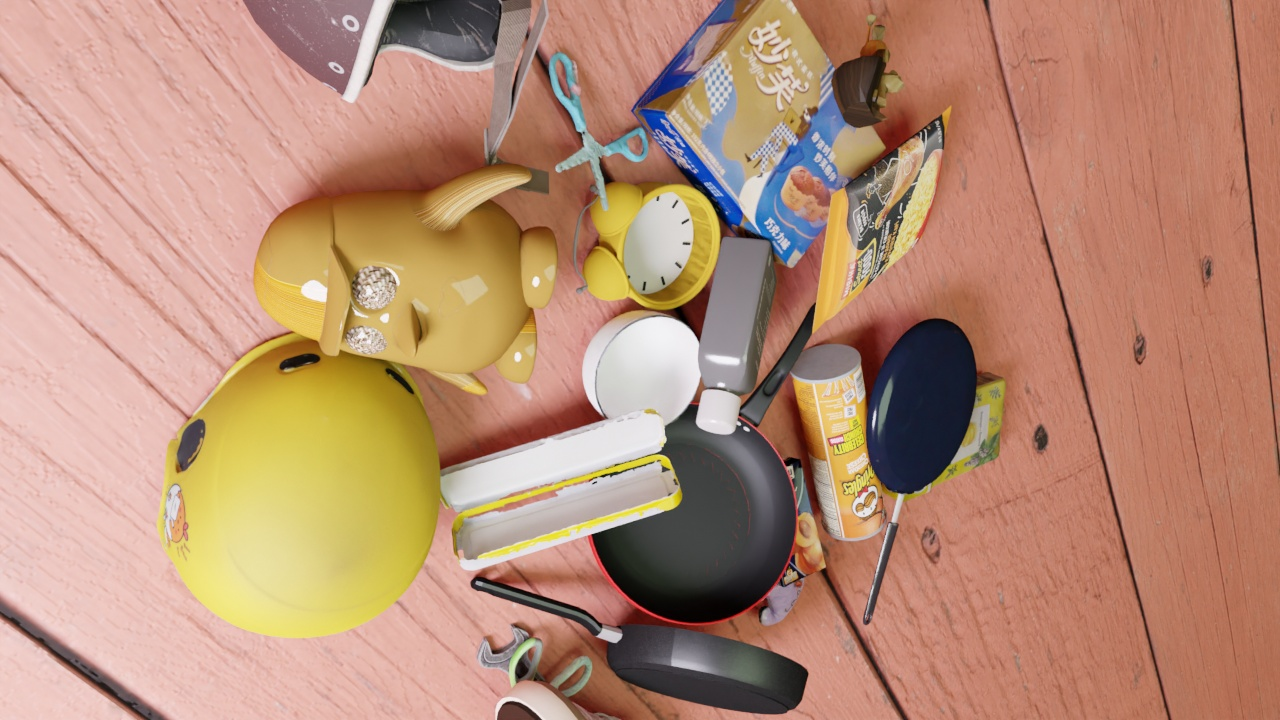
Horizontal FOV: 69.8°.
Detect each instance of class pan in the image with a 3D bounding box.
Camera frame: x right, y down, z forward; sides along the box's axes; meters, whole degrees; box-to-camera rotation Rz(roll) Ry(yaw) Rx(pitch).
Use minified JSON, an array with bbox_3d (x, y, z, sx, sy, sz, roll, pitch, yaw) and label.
[{"bbox_3d":[-0.003,0.285,0.903,0.355,0.205,0.044,22,62,-16],"label":"pan"},{"bbox_3d":[0.301,0.128,1.028,0.198,0.021,0.356,10,95,-42],"label":"pan"},{"bbox_3d":[0.087,0.088,0.908,0.209,0.067,0.355,35,70,-4],"label":"pan"}]

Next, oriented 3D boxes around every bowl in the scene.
[{"bbox_3d":[-0.005,0.005,0.851,0.113,0.063,0.113,-11,113,-28],"label":"bowl"}]

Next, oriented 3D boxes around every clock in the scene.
[{"bbox_3d":[0.005,-0.105,0.828,0.151,0.052,0.114,-2,108,-36],"label":"clock"}]

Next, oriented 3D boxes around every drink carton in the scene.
[{"bbox_3d":[0.154,0.174,1.004,0.064,0.040,0.130,-19,100,-26],"label":"drink carton"}]

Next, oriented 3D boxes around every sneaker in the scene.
[{"bbox_3d":[-0.041,0.397,0.938,0.116,0.112,0.294,-53,132,-36],"label":"sneaker"}]

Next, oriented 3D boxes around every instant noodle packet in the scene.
[{"bbox_3d":[0.243,-0.142,0.922,0.220,0.032,0.160,-37,143,-33],"label":"instant noodle packet"}]

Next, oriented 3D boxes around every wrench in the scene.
[{"bbox_3d":[-0.090,0.370,0.964,0.070,0.010,0.273,-37,122,-15],"label":"wrench"}]

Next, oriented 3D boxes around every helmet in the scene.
[{"bbox_3d":[-0.241,0.105,0.696,0.208,0.140,0.240,13,100,-34],"label":"helmet"},{"bbox_3d":[-0.132,-0.263,0.587,0.253,0.234,0.233,9,88,-23],"label":"helmet"}]

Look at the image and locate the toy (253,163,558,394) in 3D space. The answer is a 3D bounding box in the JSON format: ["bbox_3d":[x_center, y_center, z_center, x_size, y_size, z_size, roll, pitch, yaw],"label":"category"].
[{"bbox_3d":[-0.176,-0.058,0.676,0.203,0.162,0.199,5,123,-21],"label":"toy"}]

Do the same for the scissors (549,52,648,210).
[{"bbox_3d":[-0.035,-0.191,0.771,0.135,0.015,0.135,-11,90,-50],"label":"scissors"}]

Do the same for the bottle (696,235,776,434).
[{"bbox_3d":[0.086,-0.019,0.849,0.084,0.046,0.173,60,41,-65],"label":"bottle"}]

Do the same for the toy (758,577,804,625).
[{"bbox_3d":[0.147,0.263,1.053,0.099,0.036,0.080,32,87,-37],"label":"toy"}]

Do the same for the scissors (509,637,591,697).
[{"bbox_3d":[-0.124,0.351,0.923,0.170,0.028,0.139,-44,128,-15],"label":"scissors"}]

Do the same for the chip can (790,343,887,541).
[{"bbox_3d":[0.220,0.093,1.013,0.075,0.075,0.215,-28,119,-21],"label":"chip can"}]

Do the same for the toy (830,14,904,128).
[{"bbox_3d":[0.202,-0.257,0.808,0.062,0.076,0.100,10,78,9],"label":"toy"}]

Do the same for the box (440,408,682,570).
[{"bbox_3d":[-0.069,0.118,0.806,0.209,0.080,0.079,-16,143,-4],"label":"box"}]

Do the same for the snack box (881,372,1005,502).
[{"bbox_3d":[0.376,0.091,1.126,0.180,0.045,0.121,-15,115,-26],"label":"snack box"}]

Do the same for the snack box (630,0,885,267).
[{"bbox_3d":[0.114,-0.211,0.842,0.155,0.069,0.202,-51,125,-7],"label":"snack box"}]
